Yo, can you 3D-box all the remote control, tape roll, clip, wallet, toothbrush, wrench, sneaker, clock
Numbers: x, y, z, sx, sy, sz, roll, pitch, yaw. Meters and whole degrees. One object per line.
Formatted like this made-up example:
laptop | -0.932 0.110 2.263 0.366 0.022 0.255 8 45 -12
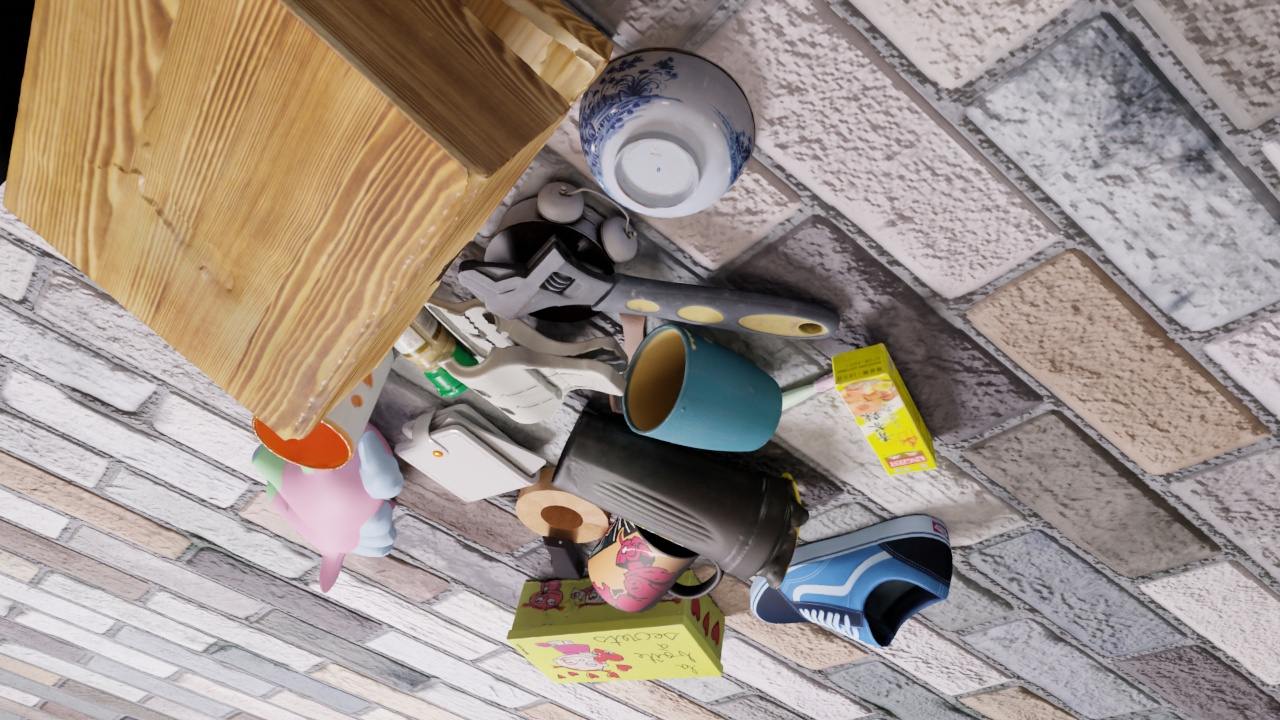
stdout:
remote control | -0.081 0.209 0.966 0.032 0.015 0.136 7 156 6
tape roll | -0.075 0.144 0.909 0.094 0.027 0.094 7 139 6
clip | -0.086 0.013 0.693 0.152 0.101 0.126 21 169 20
wallet | -0.152 0.086 0.856 0.116 0.037 0.118 -19 134 31
toothbrush | 0.127 0.026 0.733 0.022 0.015 0.155 7 153 -45
wrench | 0.012 -0.042 0.637 0.273 0.022 0.074 8 138 -15
sneaker | 0.192 0.233 0.888 0.083 0.098 0.242 33 135 -23
clock | -0.054 -0.078 0.647 0.094 0.035 0.123 30 135 -20

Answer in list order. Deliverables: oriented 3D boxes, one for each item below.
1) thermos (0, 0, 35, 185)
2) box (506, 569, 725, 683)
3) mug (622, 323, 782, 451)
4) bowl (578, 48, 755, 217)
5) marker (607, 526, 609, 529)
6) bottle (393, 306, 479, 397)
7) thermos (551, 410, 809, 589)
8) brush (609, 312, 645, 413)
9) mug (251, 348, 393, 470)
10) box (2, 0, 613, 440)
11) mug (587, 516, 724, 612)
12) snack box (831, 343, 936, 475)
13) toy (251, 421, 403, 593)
thermos | -0.410 -0.140 0.540 0.086 0.198 0.086 7 139 6
box | -0.024 0.305 1.041 0.221 0.079 0.124 -8 135 24
mug | 0.043 0.030 0.712 0.104 0.084 0.112 18 160 -31
bowl | 0.012 -0.128 0.564 0.114 0.045 0.114 7 139 6
marker | 0.028 0.163 0.917 0.142 0.012 0.013 -14 133 27
bottle | -0.179 -0.018 0.741 0.043 0.043 0.111 -16 131 29
thermos | 0.037 0.117 0.807 0.221 0.097 0.098 24 138 -5
brush | -0.004 0.004 0.742 0.050 0.015 0.136 5 139 8
mug | -0.260 0.025 0.762 0.082 0.105 0.082 7 139 6
box | -0.204 -0.142 0.539 0.251 0.191 0.280 41 134 -9
mug | 0.023 0.187 0.877 0.118 0.081 0.098 27 127 -8
snack box | 0.190 0.042 0.709 0.040 0.028 0.148 -15 140 24
toy | -0.282 0.125 0.877 0.223 0.119 0.171 -16 120 42
